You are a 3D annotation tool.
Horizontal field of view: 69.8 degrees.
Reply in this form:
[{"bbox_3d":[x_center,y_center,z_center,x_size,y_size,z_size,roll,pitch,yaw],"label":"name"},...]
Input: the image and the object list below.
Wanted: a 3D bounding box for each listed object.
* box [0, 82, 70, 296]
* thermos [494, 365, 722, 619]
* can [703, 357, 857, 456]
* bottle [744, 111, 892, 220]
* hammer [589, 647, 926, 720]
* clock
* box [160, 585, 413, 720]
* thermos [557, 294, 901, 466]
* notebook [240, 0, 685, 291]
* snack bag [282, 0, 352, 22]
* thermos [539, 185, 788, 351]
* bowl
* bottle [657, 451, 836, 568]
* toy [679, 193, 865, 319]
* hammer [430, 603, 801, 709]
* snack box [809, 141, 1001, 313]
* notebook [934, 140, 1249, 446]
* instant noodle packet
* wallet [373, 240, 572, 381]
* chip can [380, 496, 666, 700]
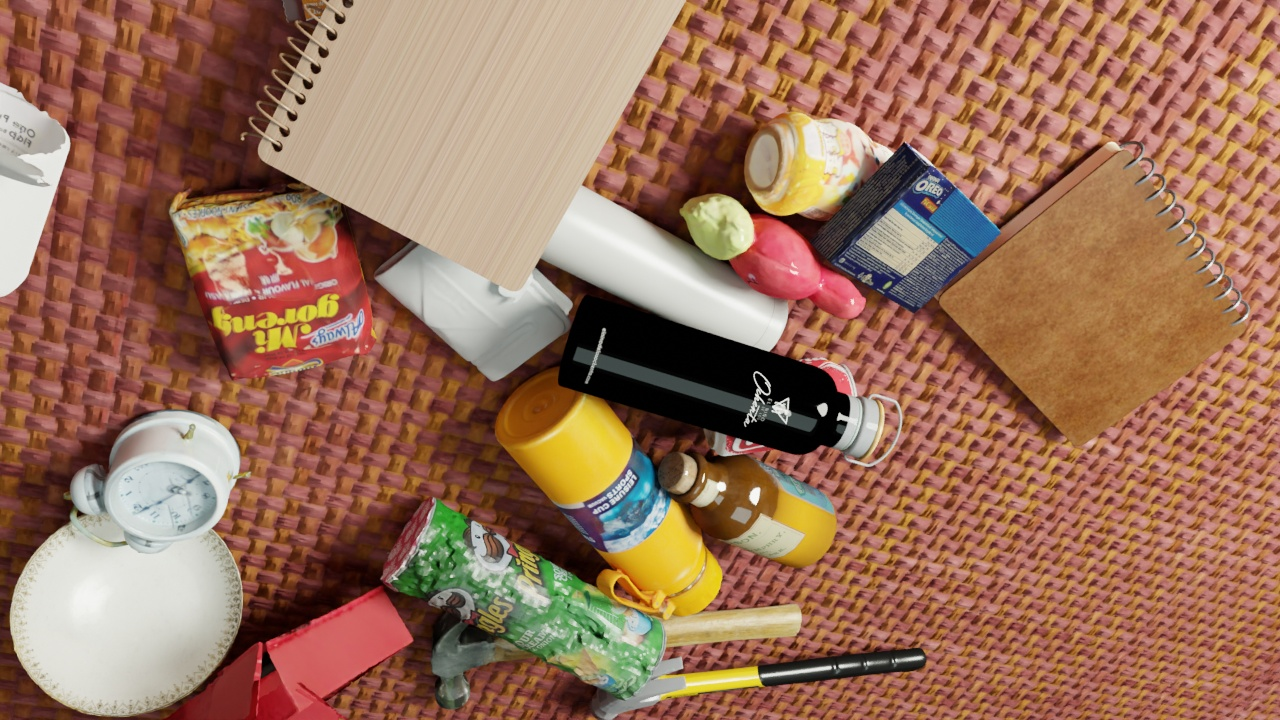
[{"bbox_3d":[-0.344,-0.084,0.463,0.083,0.143,0.138,23,114,-28],"label":"box"},{"bbox_3d":[-0.020,0.113,0.696,0.091,0.076,0.233,-38,124,-4],"label":"thermos"},{"bbox_3d":[0.100,0.033,0.674,0.104,0.064,0.064,-6,125,-7],"label":"can"},{"bbox_3d":[0.121,-0.119,0.577,0.109,0.063,0.063,2,124,-28],"label":"bottle"},{"bbox_3d":[0.121,0.296,0.861,0.323,0.029,0.127,-1,150,-15],"label":"hammer"},{"bbox_3d":[-0.333,0.088,0.631,0.117,0.057,0.083,-33,124,4],"label":"clock"},{"bbox_3d":[-0.312,0.337,0.537,0.216,0.509,0.141,-37,98,21],"label":"box"},{"bbox_3d":[0.065,0.020,0.602,0.231,0.061,0.061,17,119,-10],"label":"thermos"},{"bbox_3d":[-0.089,-0.166,0.491,0.169,0.022,0.211,28,102,-18],"label":"notebook"},{"bbox_3d":[-0.115,-0.215,0.495,0.158,0.013,0.057,-5,123,-7],"label":"snack bag"},{"bbox_3d":[-0.005,-0.066,0.593,0.224,0.052,0.052,25,116,-25],"label":"thermos"},{"bbox_3d":[-0.369,0.179,0.666,0.145,0.145,0.063,23,154,-24],"label":"bowl"},{"bbox_3d":[0.078,0.108,0.706,0.157,0.067,0.068,27,115,-35],"label":"bottle"},{"bbox_3d":[0.085,-0.066,0.587,0.135,0.091,0.045,29,105,-17],"label":"toy"},{"bbox_3d":[-0.018,0.243,0.816,0.330,0.033,0.132,-2,123,-10],"label":"hammer"},{"bbox_3d":[0.176,-0.081,0.595,0.082,0.027,0.150,-47,148,18],"label":"snack box"},{"bbox_3d":[0.347,-0.042,0.695,0.168,0.024,0.225,-42,122,19],"label":"notebook"},{"bbox_3d":[-0.225,-0.052,0.571,0.098,0.039,0.136,-12,125,-11],"label":"instant noodle packet"},{"bbox_3d":[-0.107,-0.040,0.605,0.086,0.032,0.116,-39,122,18],"label":"wallet"},{"bbox_3d":[-0.086,0.190,0.718,0.223,0.075,0.076,32,113,-16],"label":"chip can"}]
